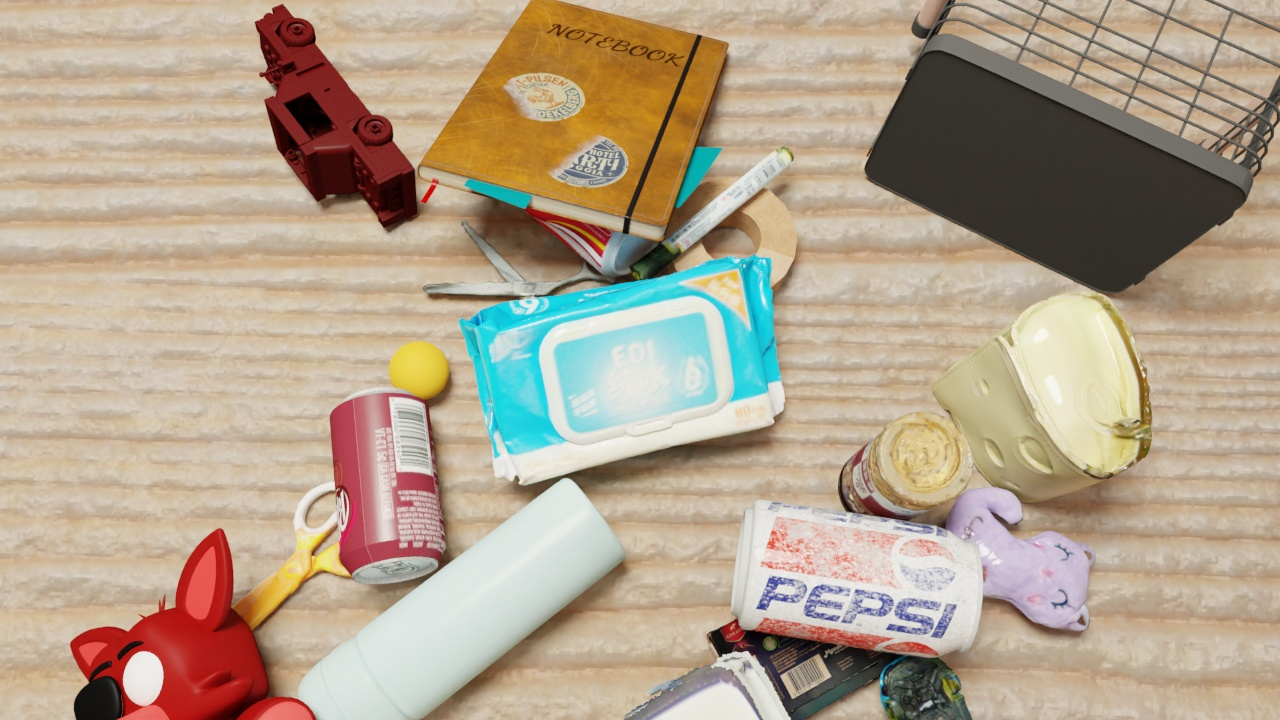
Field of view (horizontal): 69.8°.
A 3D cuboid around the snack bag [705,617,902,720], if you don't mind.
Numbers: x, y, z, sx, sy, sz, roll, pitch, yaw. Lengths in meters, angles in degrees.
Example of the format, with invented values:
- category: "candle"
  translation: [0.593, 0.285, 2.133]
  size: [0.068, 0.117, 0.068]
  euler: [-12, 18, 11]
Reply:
- category: "snack bag"
  translation: [0.125, 0.173, 0.588]
  size: [0.155, 0.018, 0.074]
  euler: [-26, 74, -9]

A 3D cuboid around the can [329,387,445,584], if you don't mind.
- category: "can"
  translation: [-0.161, 0.079, 0.582]
  size: [0.063, 0.063, 0.114]
  euler: [-11, 66, -5]

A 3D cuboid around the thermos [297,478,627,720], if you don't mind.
- category: "thermos"
  translation: [-0.109, 0.158, 0.564]
  size: [0.206, 0.065, 0.078]
  euler: [-36, 40, -11]

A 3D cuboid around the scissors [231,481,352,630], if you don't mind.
- category: "scissors"
  translation: [-0.229, 0.131, 0.598]
  size: [0.131, 0.013, 0.073]
  euler: [-36, 76, -12]

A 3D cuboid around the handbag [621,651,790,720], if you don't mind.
- category: "handbag"
  translation: [0.024, 0.275, 0.539]
  size: [0.176, 0.074, 0.151]
  euler: [-34, 74, 9]

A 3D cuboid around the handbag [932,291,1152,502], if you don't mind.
- category: "handbag"
  translation: [0.257, 0.029, 0.584]
  size: [0.081, 0.119, 0.111]
  euler: [-16, 73, -8]

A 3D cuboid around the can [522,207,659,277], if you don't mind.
- category: "can"
  translation: [-0.038, -0.111, 0.644]
  size: [0.105, 0.064, 0.064]
  euler: [40, 76, 20]

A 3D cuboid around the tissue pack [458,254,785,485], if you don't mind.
- category: "tissue pack"
  translation: [-0.004, 0.004, 0.600]
  size: [0.209, 0.066, 0.117]
  euler: [-13, 100, -8]

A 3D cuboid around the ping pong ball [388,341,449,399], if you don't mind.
- category: "ping pong ball"
  translation: [-0.150, 0.007, 0.623]
  size: [0.040, 0.040, 0.040]
  euler: [0, 73, -1]

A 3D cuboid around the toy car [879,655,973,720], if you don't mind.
- category: "toy car"
  translation: [0.183, 0.232, 0.564]
  size: [0.048, 0.032, 0.105]
  euler: [-25, 83, -9]

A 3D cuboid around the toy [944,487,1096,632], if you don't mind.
- category: "toy"
  translation: [0.246, 0.127, 0.596]
  size: [0.100, 0.036, 0.080]
  euler: [17, 69, 5]

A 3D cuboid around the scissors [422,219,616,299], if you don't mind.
- category: "scissors"
  translation: [-0.074, -0.037, 0.653]
  size: [0.141, 0.014, 0.171]
  euler: [-20, 75, -10]

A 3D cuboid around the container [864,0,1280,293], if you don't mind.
- category: "container"
  translation: [0.288, -0.171, 0.623]
  size: [0.241, 0.163, 0.130]
  euler: [28, 74, 7]

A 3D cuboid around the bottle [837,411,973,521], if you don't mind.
- category: "bottle"
  translation: [0.163, 0.071, 0.575]
  size: [0.056, 0.105, 0.056]
  euler: [0, 72, -1]

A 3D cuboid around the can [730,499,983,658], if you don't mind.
- category: "can"
  translation: [0.126, 0.131, 0.552]
  size: [0.136, 0.078, 0.078]
  euler: [8, 72, 5]

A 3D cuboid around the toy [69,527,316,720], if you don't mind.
- category: "toy"
  translation: [-0.260, 0.218, 0.517]
  size: [0.159, 0.120, 0.197]
  euler: [-36, 71, 22]

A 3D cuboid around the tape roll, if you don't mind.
- category: "tape roll"
  translation: [0.064, -0.083, 0.662]
  size: [0.094, 0.027, 0.094]
  euler: [0, 73, -1]

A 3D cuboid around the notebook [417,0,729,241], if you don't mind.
- category: "notebook"
  translation: [-0.030, -0.174, 0.644]
  size: [0.178, 0.014, 0.248]
  euler: [15, 49, 4]

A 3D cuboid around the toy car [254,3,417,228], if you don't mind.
- category: "toy car"
  translation: [-0.230, -0.171, 0.661]
  size: [0.061, 0.070, 0.170]
  euler: [-34, 76, -23]

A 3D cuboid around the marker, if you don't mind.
- category: "marker"
  translation: [0.052, -0.103, 0.643]
  size: [0.146, 0.017, 0.017]
  euler: [-40, 77, -12]
